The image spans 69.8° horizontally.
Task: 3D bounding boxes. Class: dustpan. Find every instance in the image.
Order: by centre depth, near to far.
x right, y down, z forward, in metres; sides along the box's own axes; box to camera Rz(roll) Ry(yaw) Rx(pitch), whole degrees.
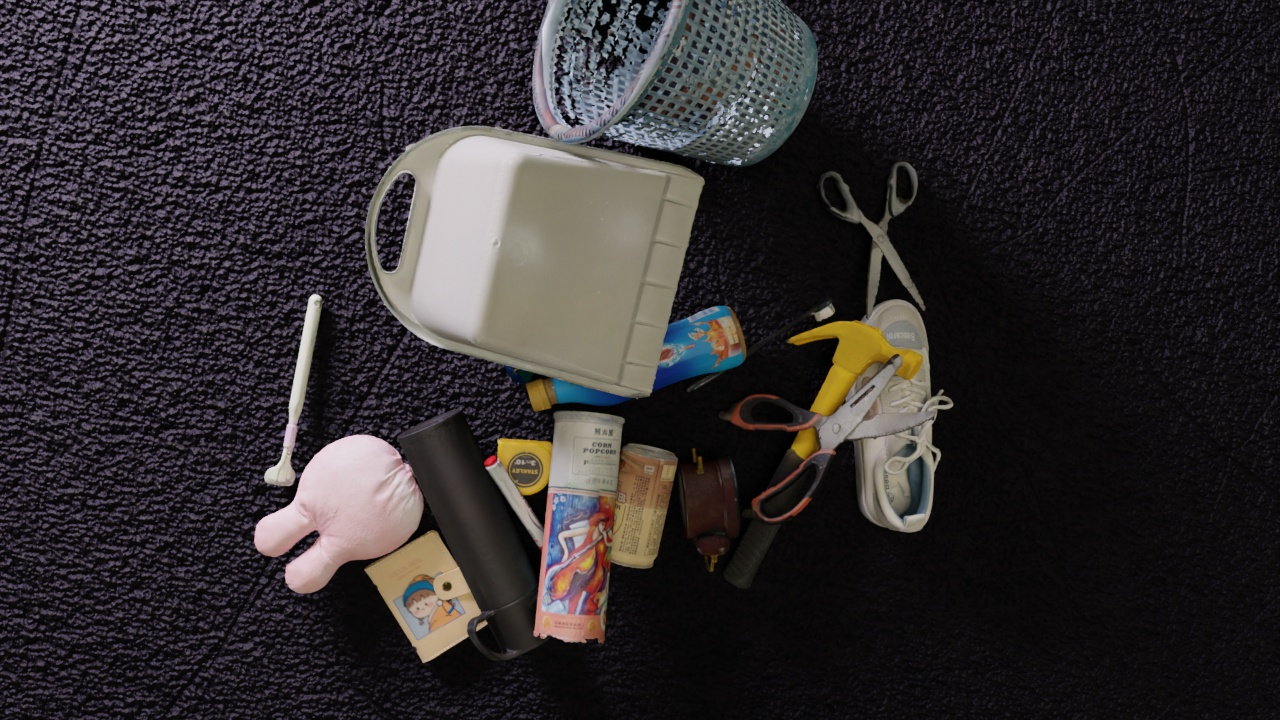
[{"bbox_3d":[-0.104,-0.100,0.843,0.257,0.143,0.223,8,99,-40],"label":"dustpan"}]

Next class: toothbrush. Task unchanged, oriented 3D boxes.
[{"bbox_3d":[-0.335,0.029,0.897,0.029,0.020,0.189,11,91,-39],"label":"toothbrush"},{"bbox_3d":[0.125,-0.014,0.956,0.181,0.015,0.018,-30,106,-5],"label":"toothbrush"}]

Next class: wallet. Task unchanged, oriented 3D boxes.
[{"bbox_3d":[-0.211,0.235,0.925,0.087,0.024,0.115,-29,96,0],"label":"wallet"}]

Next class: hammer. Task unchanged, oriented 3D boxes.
[{"bbox_3d":[0.163,0.097,0.939,0.129,0.032,0.301,30,99,30],"label":"hammer"}]

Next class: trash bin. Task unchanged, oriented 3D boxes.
[{"bbox_3d":[0.043,-0.274,0.828,0.194,0.227,0.226,15,92,-36],"label":"trash bin"}]

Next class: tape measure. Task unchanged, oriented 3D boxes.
[{"bbox_3d":[-0.123,-0.005,0.903,0.025,0.058,0.054,-24,74,-4],"label":"tape measure"},{"bbox_3d":[-0.117,0.106,0.925,0.060,0.029,0.057,4,92,-7],"label":"tape measure"}]

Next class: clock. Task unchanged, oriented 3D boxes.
[{"bbox_3d":[0.069,0.152,0.926,0.055,0.082,0.122,-5,93,-4],"label":"clock"}]

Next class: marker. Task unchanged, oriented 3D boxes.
[{"bbox_3d":[-0.114,0.154,0.913,0.017,0.017,0.145,-30,115,-5],"label":"marker"}]

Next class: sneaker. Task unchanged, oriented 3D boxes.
[{"bbox_3d":[0.265,0.058,0.942,0.089,0.091,0.242,-2,93,-9],"label":"sneaker"}]

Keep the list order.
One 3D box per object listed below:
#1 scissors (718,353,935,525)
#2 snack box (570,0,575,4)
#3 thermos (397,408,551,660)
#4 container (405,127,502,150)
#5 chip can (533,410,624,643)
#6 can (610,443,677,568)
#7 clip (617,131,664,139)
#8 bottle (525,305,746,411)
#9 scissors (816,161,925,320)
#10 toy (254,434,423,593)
[{"bbox_3d":[0.174,0.077,0.907,0.227,0.015,0.189,10,89,31],"label":"scissors"},{"bbox_3d":[-0.032,-0.420,0.891,0.175,0.051,0.074,-34,98,-5],"label":"snack box"},{"bbox_3d":[-0.163,0.173,0.895,0.069,0.089,0.242,-19,97,36],"label":"thermos"},{"bbox_3d":[-0.162,-0.152,0.873,0.090,0.090,0.114,-14,98,-6],"label":"container"},{"bbox_3d":[-0.060,0.159,0.890,0.071,0.071,0.214,6,81,-8],"label":"chip can"},{"bbox_3d":[-0.002,0.146,0.928,0.058,0.058,0.116,12,92,-8],"label":"can"},{"bbox_3d":[0.007,-0.226,0.922,0.058,0.026,0.043,22,105,-16],"label":"clip"},{"bbox_3d":[-0.005,0.005,0.915,0.218,0.065,0.065,-18,96,-6],"label":"bottle"},{"bbox_3d":[0.245,-0.131,0.949,0.159,0.014,0.180,28,78,0],"label":"scissors"},{"bbox_3d":[-0.291,0.148,0.891,0.159,0.054,0.121,-36,96,-7],"label":"toy"}]
